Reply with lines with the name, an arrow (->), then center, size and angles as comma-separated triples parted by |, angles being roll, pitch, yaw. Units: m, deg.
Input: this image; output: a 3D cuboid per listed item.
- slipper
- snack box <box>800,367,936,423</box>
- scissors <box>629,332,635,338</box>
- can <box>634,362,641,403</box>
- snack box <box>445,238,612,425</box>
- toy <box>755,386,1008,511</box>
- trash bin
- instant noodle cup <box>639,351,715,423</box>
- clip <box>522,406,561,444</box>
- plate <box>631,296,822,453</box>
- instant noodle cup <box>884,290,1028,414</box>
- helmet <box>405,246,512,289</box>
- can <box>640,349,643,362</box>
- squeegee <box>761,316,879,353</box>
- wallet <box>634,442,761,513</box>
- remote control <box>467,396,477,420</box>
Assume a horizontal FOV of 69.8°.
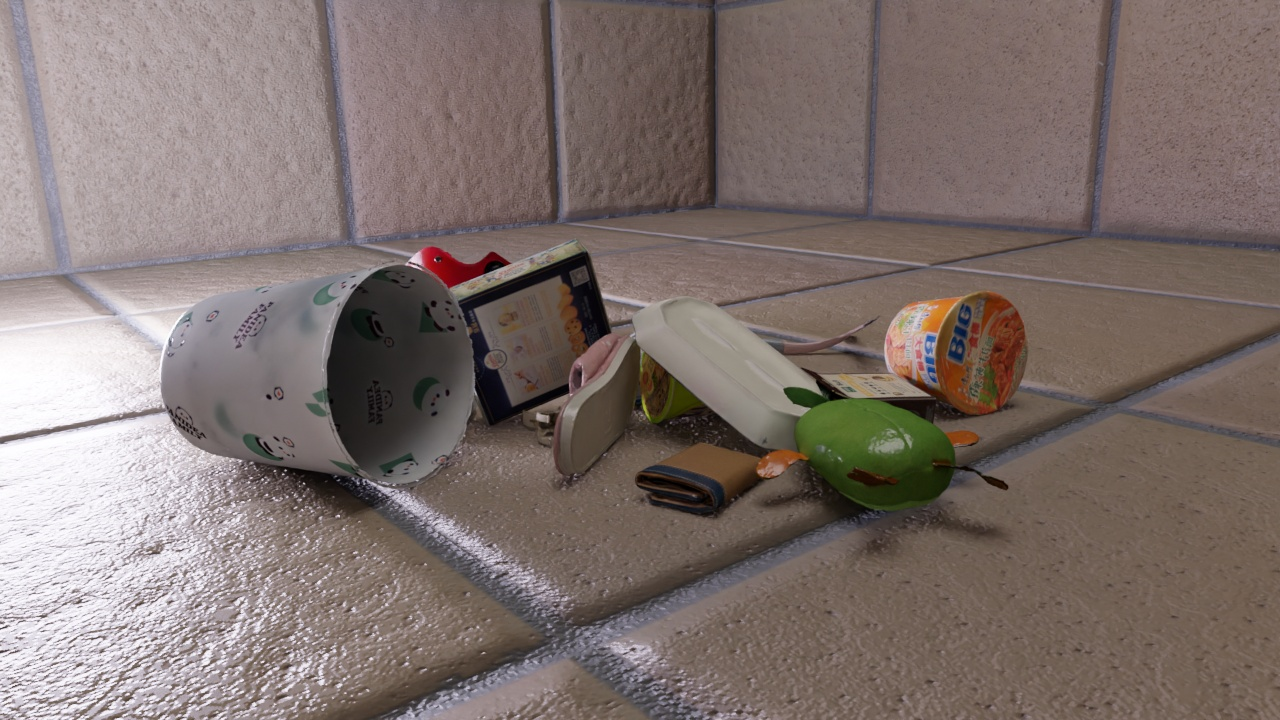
slipper -> -0.053, 0.044, 1.031 | 0.054, 0.114, 0.273 | 7, 22, 14
snack box -> 0.266, 0.045, 1.090 | 0.125, 0.053, 0.113 | -1, 14, -10
scissors -> -0.033, -0.022, 1.337 | 0.179, 0.014, 0.159 | -23, 14, 40
can -> 0.018, 0.027, 1.192 | 0.134, 0.053, 0.053 | -5, 15, -14
snack box -> -0.129, -0.031, 1.095 | 0.182, 0.178, 0.045 | -22, 37, -10
toy -> 0.221, 0.087, 0.871 | 0.226, 0.090, 0.247 | -4, 11, -12
trash bin -> -0.344, 0.016, 0.973 | 0.252, 0.230, 0.229 | -1, 13, 26
instant noodle cup -> 0.075, 0.022, 1.126 | 0.123, 0.112, 0.112 | 2, 13, -20
clip -> -0.109, 0.072, 1.077 | 0.070, 0.034, 0.100 | -6, 10, -13
plate -> 0.110, 0.004, 1.050 | 0.266, 0.034, 0.161 | 41, 36, 22
instant noodle cup -> 0.388, -0.013, 1.149 | 0.151, 0.151, 0.111 | -8, 9, -25
helmet -> -0.266, -0.090, 1.493 | 0.239, 0.144, 0.207 | 3, -10, -18
can -> -0.007, 0.007, 1.262 | 0.146, 0.058, 0.058 | -12, 18, -34
squeegee -> 0.228, -0.029, 1.422 | 0.250, 0.040, 0.247 | -5, -2, 6
wallet -> 0.061, 0.113, 0.902 | 0.090, 0.033, 0.115 | 11, 18, 31
remote control -> -0.220, 0.055, 1.117 | 0.024, 0.049, 0.124 | 2, 15, 3
